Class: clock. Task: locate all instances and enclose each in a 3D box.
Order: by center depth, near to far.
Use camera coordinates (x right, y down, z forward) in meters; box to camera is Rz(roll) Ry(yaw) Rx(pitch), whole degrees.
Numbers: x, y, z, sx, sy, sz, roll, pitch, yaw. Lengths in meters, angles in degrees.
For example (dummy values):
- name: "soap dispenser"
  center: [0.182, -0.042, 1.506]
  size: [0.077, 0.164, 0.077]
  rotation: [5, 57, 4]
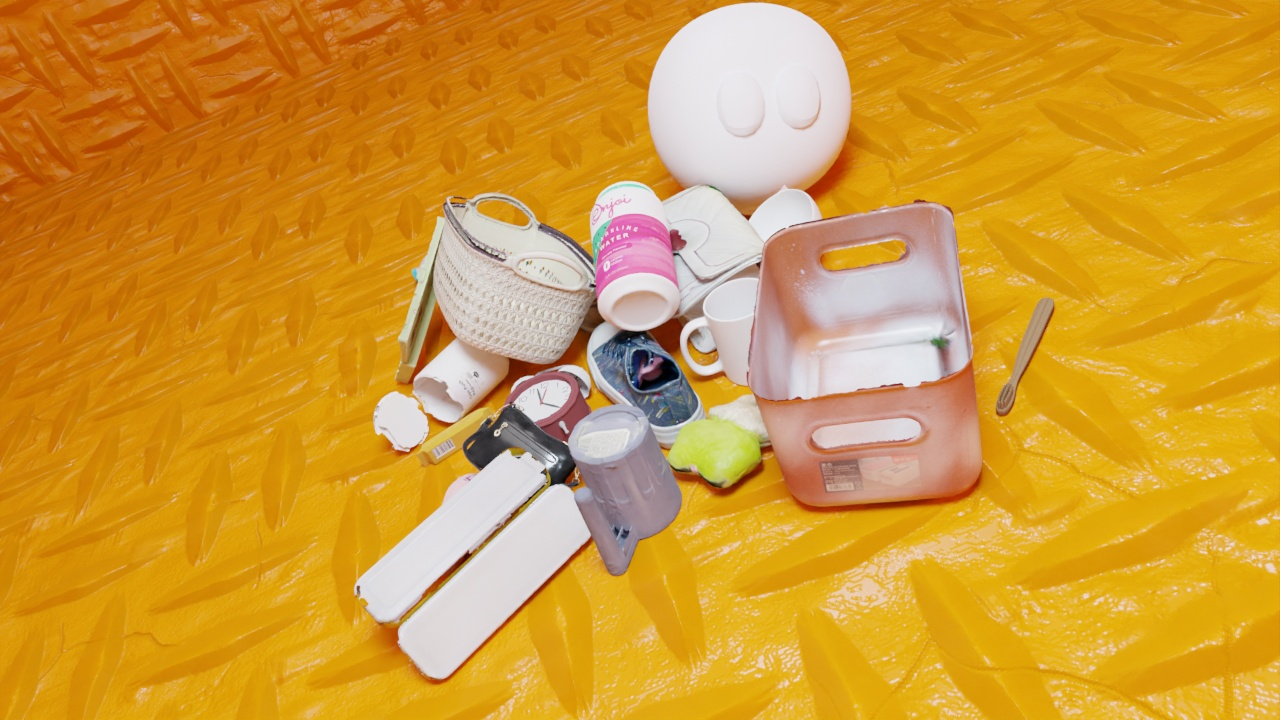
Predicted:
- name: "clock"
  center: [-0.105, 0.052, 1.032]
  size: [0.096, 0.048, 0.137]
  rotation: [-14, 38, 12]
- name: "clock"
  center: [-0.059, -0.087, 1.180]
  size: [0.141, 0.055, 0.092]
  rotation: [19, 53, 40]

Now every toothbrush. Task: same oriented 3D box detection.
- name: "toothbrush"
  center: [0.370, -0.008, 0.881]
  size: [0.016, 0.016, 0.166]
  rotation: [10, 46, 35]

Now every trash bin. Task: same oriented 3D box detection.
- name: "trash bin"
  center: [0.210, -0.006, 0.845]
  size: [0.182, 0.157, 0.259]
  rotation: [-8, 39, 19]

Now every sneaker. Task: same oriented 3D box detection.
- name: "sneaker"
  center: [-0.006, 0.006, 1.011]
  size: [0.087, 0.079, 0.235]
  rotation: [-28, 36, -8]

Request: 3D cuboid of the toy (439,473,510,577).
- name: "toy"
  center: [-0.180, 0.168, 0.927]
  size: [0.105, 0.053, 0.108]
  rotation: [-44, 40, -3]

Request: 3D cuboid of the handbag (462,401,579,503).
- name: "handbag"
  center: [-0.118, 0.098, 0.941]
  size: [0.128, 0.054, 0.079]
  rotation: [32, 85, 21]

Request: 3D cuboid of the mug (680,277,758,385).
- name: "mug"
  center: [0.097, -0.025, 0.984]
  size: [0.110, 0.090, 0.073]
  rotation: [-19, 36, 6]

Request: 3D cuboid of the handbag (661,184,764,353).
- name: "handbag"
  center: [0.074, -0.120, 1.088]
  size: [0.142, 0.096, 0.198]
  rotation: [-40, 36, 8]

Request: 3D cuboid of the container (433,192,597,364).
- name: "container"
  center: [-0.155, -0.102, 1.110]
  size: [0.184, 0.143, 0.251]
  rotation: [13, 19, -27]

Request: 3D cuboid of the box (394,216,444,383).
- name: "box"
  center: [-0.282, -0.077, 1.190]
  size: [0.030, 0.139, 0.186]
  rotation: [16, 62, -11]

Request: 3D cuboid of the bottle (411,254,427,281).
- name: "bottle"
  center: [-0.282, -0.156, 1.398]
  size: [0.136, 0.044, 0.044]
  rotation: [-24, 36, -2]

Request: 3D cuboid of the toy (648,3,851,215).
- name: "toy"
  center: [0.139, -0.327, 1.223]
  size: [0.262, 0.266, 0.281]
  rotation: [-9, 7, -6]

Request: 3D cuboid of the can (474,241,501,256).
- name: "can"
  center: [-0.225, -0.117, 1.280]
  size: [0.086, 0.087, 0.116]
  rotation: [-26, 36, -5]

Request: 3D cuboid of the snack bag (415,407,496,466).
- name: "snack bag"
  center: [-0.213, 0.088, 1.064]
  size: [0.099, 0.026, 0.020]
  rotation: [-34, 38, -13]

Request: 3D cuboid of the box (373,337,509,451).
- name: "box"
  center: [-0.233, 0.039, 1.091]
  size: [0.095, 0.084, 0.165]
  rotation: [-8, 30, 39]

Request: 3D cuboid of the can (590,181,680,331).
- name: "can"
  center: [-0.008, -0.117, 1.019]
  size: [0.088, 0.088, 0.165]
  rotation: [-15, 51, 10]

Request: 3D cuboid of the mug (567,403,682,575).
- name: "mug"
  center: [-0.021, 0.118, 0.854]
  size: [0.084, 0.104, 0.123]
  rotation: [-1, 41, 26]

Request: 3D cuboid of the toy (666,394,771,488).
- name: "toy"
  center: [0.087, 0.075, 0.903]
  size: [0.092, 0.043, 0.117]
  rotation: [18, 50, 40]

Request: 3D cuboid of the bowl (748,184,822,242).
- name: "bowl"
  center: [0.178, -0.144, 1.107]
  size: [0.115, 0.050, 0.114]
  rotation: [-32, 45, 37]

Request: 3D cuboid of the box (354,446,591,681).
- name: "box"
  center: [-0.151, 0.181, 0.852]
  size: [0.128, 0.046, 0.209]
  rotation: [42, 66, 14]
